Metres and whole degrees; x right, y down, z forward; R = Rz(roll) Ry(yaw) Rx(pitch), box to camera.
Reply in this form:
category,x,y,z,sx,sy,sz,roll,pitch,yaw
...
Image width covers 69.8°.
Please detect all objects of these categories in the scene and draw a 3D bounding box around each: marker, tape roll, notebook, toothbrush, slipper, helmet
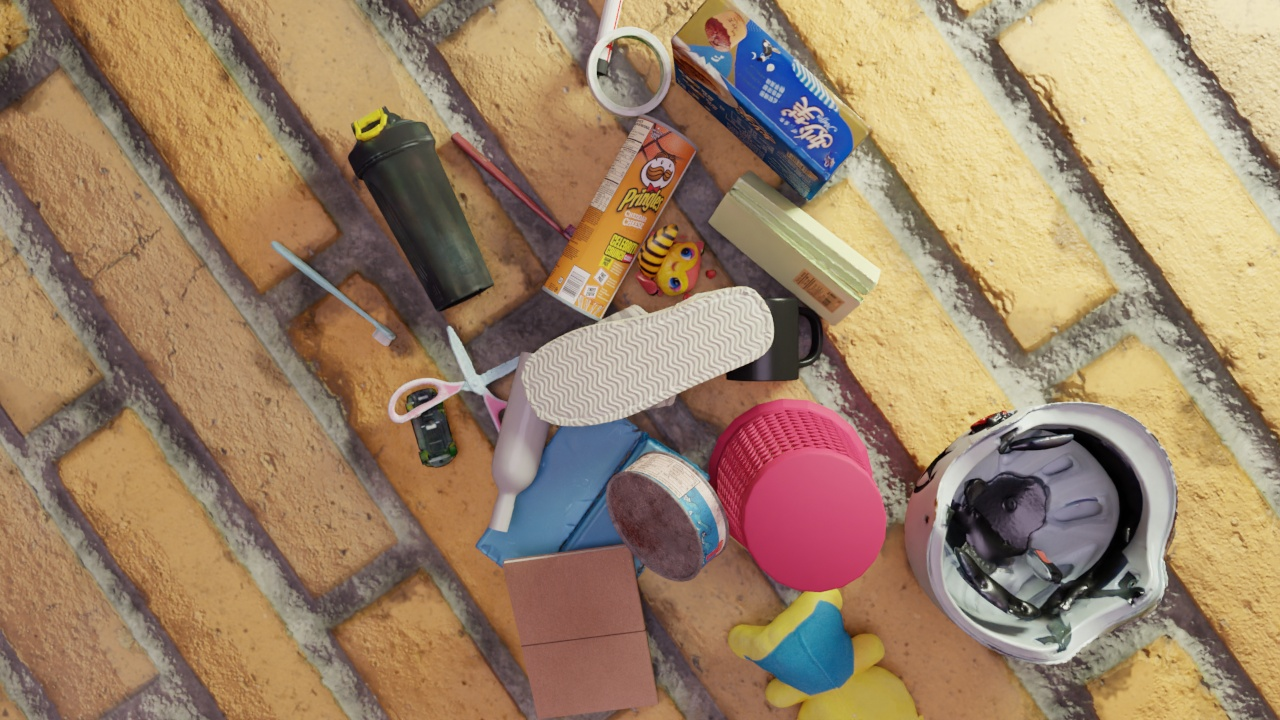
category,x,y,z,sx,sy,sz,roll,pitch,yaw
marker,-0.031,-0.391,1.017,0.019,0.019,0.145,13,93,3
tape roll,-0.013,-0.316,1.009,0.093,0.018,0.094,-1,97,-11
notebook,-0.064,0.305,1.024,0.141,0.008,0.209,-8,109,3
toothbrush,-0.355,-0.079,1.056,0.180,0.016,0.017,40,103,1
slipper,0.007,-0.005,0.967,0.273,0.054,0.114,-17,87,10
toothbrush,-0.138,-0.194,1.036,0.190,0.016,0.016,41,90,2
helmet,0.395,0.161,0.942,0.264,0.164,0.236,-45,93,-2

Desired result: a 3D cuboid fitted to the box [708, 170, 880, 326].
category,x,y,z,sx,sy,sz,roll,pitch,yaw
box,0.170,-0.127,0.990,0.188,0.077,0.090,41,95,3

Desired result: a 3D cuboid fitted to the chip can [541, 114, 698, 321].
category,x,y,z,sx,sy,sz,roll,pitch,yaw
chip can,-0.023,-0.154,1.000,0.075,0.075,0.215,30,94,2

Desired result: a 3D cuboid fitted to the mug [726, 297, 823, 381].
category,x,y,z,sx,sy,sz,roll,pitch,yaw
mug,0.148,-0.024,1.000,0.113,0.078,0.088,-2,93,-23

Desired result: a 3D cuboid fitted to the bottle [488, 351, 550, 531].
category,x,y,z,sx,sy,sz,roll,pitch,yaw
bottle,-0.132,0.091,1.015,0.052,0.052,0.195,14,84,3

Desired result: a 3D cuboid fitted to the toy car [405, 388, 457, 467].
category,x,y,z,sx,sy,sz,roll,pitch,yaw
toy car,-0.238,0.077,1.041,0.042,0.036,0.091,-17,89,-15

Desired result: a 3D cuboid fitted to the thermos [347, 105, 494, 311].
category,x,y,z,sx,sy,sz,roll,pitch,yaw
thermos,-0.241,-0.167,1.007,0.098,0.098,0.221,-25,94,4

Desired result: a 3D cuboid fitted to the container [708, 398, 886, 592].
category,x,y,z,sx,sy,sz,roll,pitch,yaw
container,0.161,0.140,0.924,0.183,0.225,0.183,0,92,4

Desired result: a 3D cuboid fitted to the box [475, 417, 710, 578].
category,x,y,z,sx,sy,sz,roll,pitch,yaw
box,-0.057,0.174,1.025,0.177,0.047,0.232,34,97,-1

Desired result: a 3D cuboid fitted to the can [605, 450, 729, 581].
category,x,y,z,sx,sy,sz,roll,pitch,yaw
can,0.026,0.159,0.939,0.044,0.130,0.130,-33,90,-37

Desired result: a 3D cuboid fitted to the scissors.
category,x,y,z,sx,sy,sz,roll,pitch,yaw
scissors,-0.192,0.045,1.030,0.172,0.013,0.170,-26,100,-14

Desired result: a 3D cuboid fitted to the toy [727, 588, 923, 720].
category,x,y,z,sx,sy,sz,roll,pitch,yaw
toy,0.209,0.361,1.004,0.149,0.084,0.214,-32,87,6

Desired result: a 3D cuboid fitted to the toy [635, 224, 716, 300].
category,x,y,z,sx,sy,sz,roll,pitch,yaw
toy,0.034,-0.106,1.001,0.084,0.103,0.046,-40,48,8

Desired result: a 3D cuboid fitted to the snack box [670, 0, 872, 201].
category,x,y,z,sx,sy,sz,roll,pitch,yaw
snack box,0.129,-0.265,0.945,0.202,0.155,0.069,42,95,2
